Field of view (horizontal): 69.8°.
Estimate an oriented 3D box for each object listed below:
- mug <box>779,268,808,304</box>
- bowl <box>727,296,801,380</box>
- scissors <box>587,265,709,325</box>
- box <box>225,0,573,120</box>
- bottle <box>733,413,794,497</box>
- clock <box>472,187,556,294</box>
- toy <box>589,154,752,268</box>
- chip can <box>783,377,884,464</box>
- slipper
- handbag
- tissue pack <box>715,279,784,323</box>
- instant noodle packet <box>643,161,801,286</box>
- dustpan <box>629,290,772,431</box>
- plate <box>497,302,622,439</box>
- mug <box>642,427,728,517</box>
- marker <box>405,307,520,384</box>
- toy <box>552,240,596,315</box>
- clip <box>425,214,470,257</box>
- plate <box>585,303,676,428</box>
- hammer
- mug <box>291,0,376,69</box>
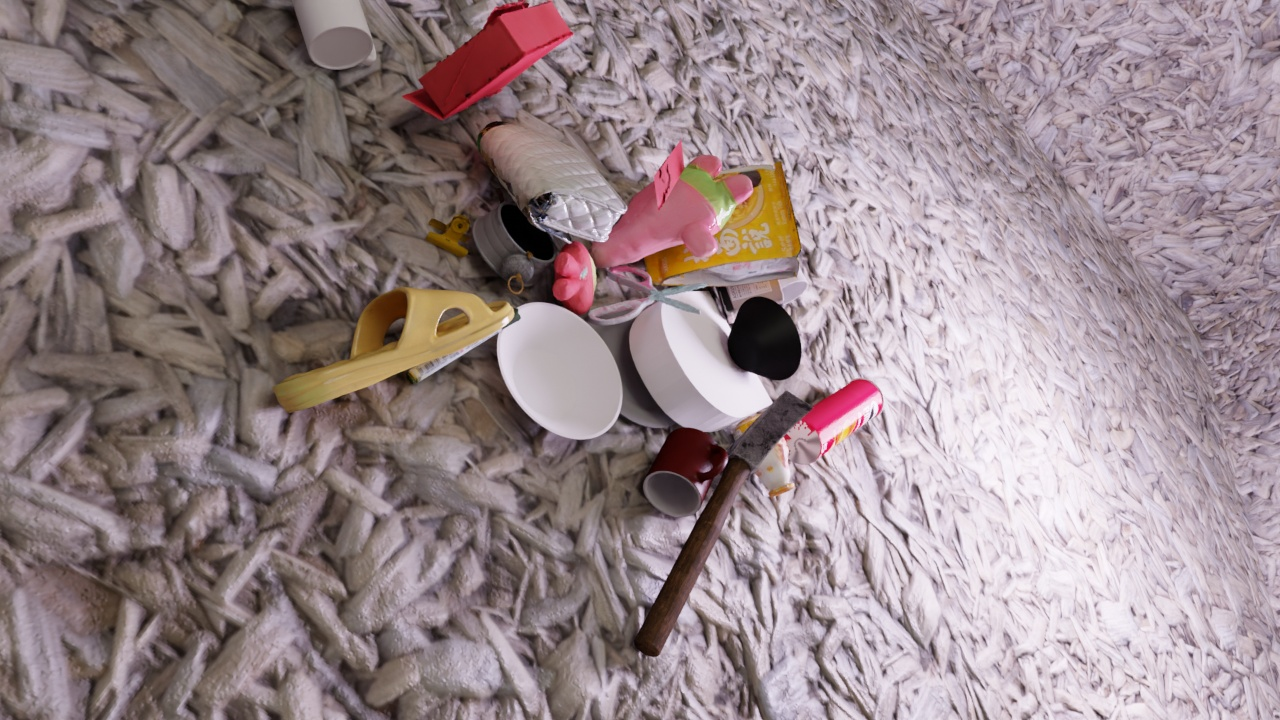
[{"bbox_3d":[0.198,-0.137,1.452,0.107,0.071,0.089,-15,66,-23],"label":"mug"},{"bbox_3d":[0.158,-0.022,1.267,0.052,0.124,0.124,-24,81,-34],"label":"bowl"},{"bbox_3d":[0.001,-0.079,1.175,0.171,0.013,0.175,27,44,37],"label":"scissors"},{"bbox_3d":[-0.281,-0.417,1.124,0.374,0.148,0.212,23,29,2],"label":"box"},{"bbox_3d":[0.169,0.128,1.232,0.063,0.063,0.108,-6,69,-47],"label":"bottle"},{"bbox_3d":[-0.150,-0.131,1.096,0.104,0.056,0.147,33,32,-33],"label":"clock"},{"bbox_3d":[0.034,-0.192,1.248,0.192,0.236,0.097,44,-17,46],"label":"toy"},{"bbox_3d":[0.289,0.088,1.373,0.219,0.069,0.069,-23,81,-49],"label":"chip can"},{"bbox_3d":[-0.243,-0.027,0.901,0.262,0.100,0.078,-30,102,-45],"label":"slipper"},{"bbox_3d":[-0.114,-0.216,1.129,0.138,0.073,0.194,13,28,-37],"label":"handbag"},{"bbox_3d":[0.155,-0.147,1.391,0.104,0.071,0.181,-15,65,-2],"label":"tissue pack"},{"bbox_3d":[0.109,-0.191,1.326,0.221,0.084,0.162,-8,65,-4],"label":"instant noodle packet"},{"bbox_3d":[0.076,0.003,1.242,0.191,0.053,0.257,61,23,7],"label":"dustpan"},{"bbox_3d":[-0.101,0.018,1.062,0.174,0.036,0.173,25,48,-31],"label":"plate"},{"bbox_3d":[0.063,0.128,1.093,0.073,0.106,0.082,51,39,-16],"label":"mug"},{"bbox_3d":[-0.188,-0.017,0.983,0.146,0.017,0.017,-35,90,-32],"label":"marker"},{"bbox_3d":[-0.082,-0.101,1.124,0.135,0.045,0.091,-38,122,-78],"label":"toy"},{"bbox_3d":[-0.217,-0.149,1.064,0.054,0.048,0.046,26,93,-29],"label":"clip"},{"bbox_3d":[-0.007,0.007,1.182,0.178,0.012,0.178,25,48,-31],"label":"plate"},{"bbox_3d":[0.084,0.187,1.026,0.037,0.218,0.299,33,55,0],"label":"hammer"},{"bbox_3d":[-0.353,-0.396,1.084,0.090,0.074,0.110,69,16,16],"label":"mug"}]
